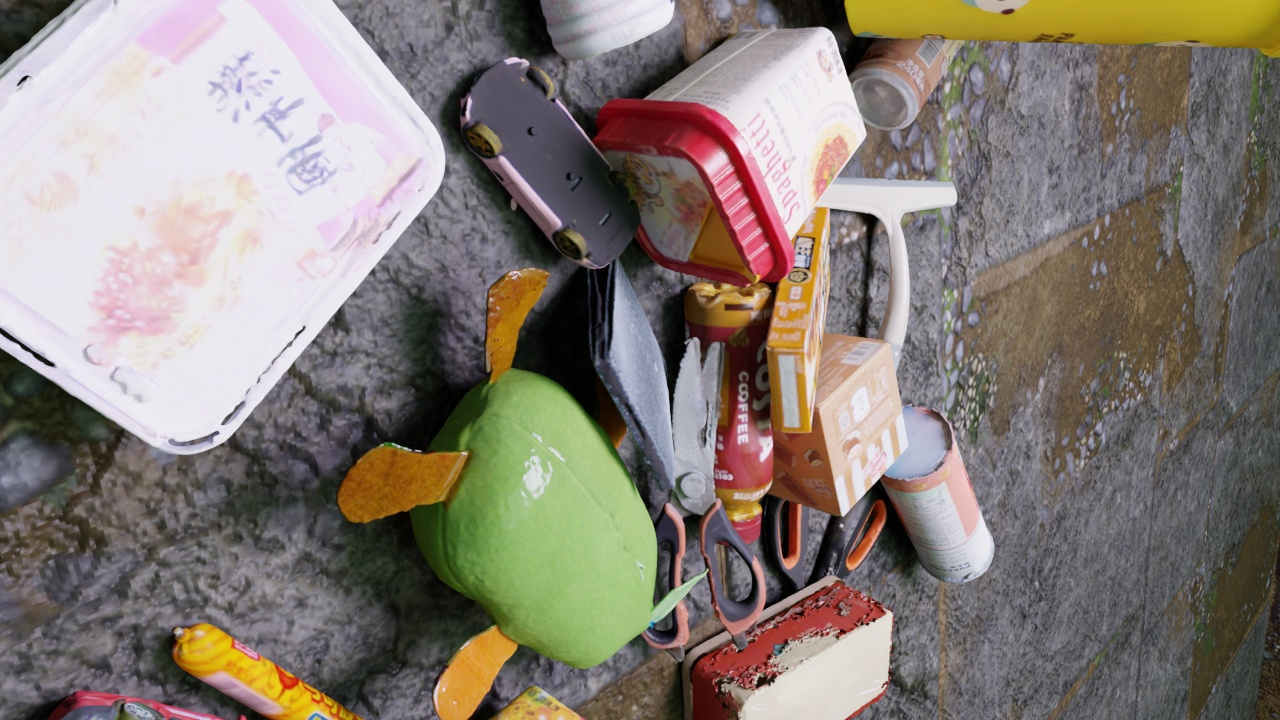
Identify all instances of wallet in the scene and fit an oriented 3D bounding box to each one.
[{"bbox_3d":[-0.003,0.003,0.521,0.120,0.019,0.097,-93,159,-55],"label":"wallet"}]

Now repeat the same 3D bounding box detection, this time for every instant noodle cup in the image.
[{"bbox_3d":[-0.176,-0.067,0.354,0.173,0.060,0.138,-57,132,-21],"label":"instant noodle cup"},{"bbox_3d":[0.056,-0.122,0.525,0.124,0.117,0.116,-47,128,-19],"label":"instant noodle cup"},{"bbox_3d":[-0.071,0.254,0.491,0.123,0.116,0.116,-37,144,-48],"label":"instant noodle cup"}]

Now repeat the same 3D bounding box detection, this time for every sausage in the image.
[{"bbox_3d":[-0.164,0.170,0.446,0.021,0.021,0.165,-54,132,-22],"label":"sausage"}]

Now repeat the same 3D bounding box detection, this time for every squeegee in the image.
[{"bbox_3d":[0.199,-0.025,0.752,0.245,0.039,0.247,-8,105,-43],"label":"squeegee"}]

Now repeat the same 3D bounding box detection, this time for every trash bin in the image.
[{"bbox_3d":[0.264,-0.301,0.564,0.229,0.256,0.229,5,89,-69],"label":"trash bin"}]

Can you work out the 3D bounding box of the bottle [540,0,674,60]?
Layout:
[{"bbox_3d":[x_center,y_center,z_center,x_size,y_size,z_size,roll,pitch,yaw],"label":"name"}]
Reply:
[{"bbox_3d":[-0.043,-0.251,0.442,0.068,0.068,0.197,-39,121,-33],"label":"bottle"}]

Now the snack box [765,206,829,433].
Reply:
[{"bbox_3d":[0.108,-0.031,0.613,0.153,0.026,0.075,-71,157,-45],"label":"snack box"}]

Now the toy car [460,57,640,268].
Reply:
[{"bbox_3d":[-0.048,-0.103,0.492,0.122,0.037,0.056,49,64,-26],"label":"toy car"}]

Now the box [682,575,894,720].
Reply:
[{"bbox_3d":[0.119,0.238,0.687,0.168,0.079,0.091,-17,114,-34],"label":"box"}]

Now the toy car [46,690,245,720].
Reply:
[{"bbox_3d":[-0.199,0.176,0.395,0.120,0.045,0.052,39,74,-37],"label":"toy car"}]

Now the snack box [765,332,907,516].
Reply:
[{"bbox_3d":[0.134,0.043,0.674,0.092,0.077,0.094,-37,122,-34],"label":"snack box"}]

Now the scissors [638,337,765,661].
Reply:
[{"bbox_3d":[0.047,0.094,0.591,0.194,0.015,0.206,40,103,-9],"label":"scissors"}]

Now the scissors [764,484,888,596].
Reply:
[{"bbox_3d":[0.133,0.185,0.750,0.220,0.022,0.224,-45,125,-22],"label":"scissors"}]

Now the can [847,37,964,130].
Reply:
[{"bbox_3d":[0.205,-0.233,0.697,0.116,0.059,0.058,-55,131,-22],"label":"can"}]

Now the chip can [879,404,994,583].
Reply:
[{"bbox_3d":[0.255,0.121,0.797,0.071,0.071,0.215,-59,140,-18],"label":"chip can"}]

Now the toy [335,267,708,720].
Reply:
[{"bbox_3d":[-0.054,0.082,0.489,0.226,0.090,0.247,-60,138,-35],"label":"toy"}]

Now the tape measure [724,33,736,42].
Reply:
[{"bbox_3d":[0.070,-0.183,0.594,0.057,0.029,0.060,-53,130,-22],"label":"tape measure"}]

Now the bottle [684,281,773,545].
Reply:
[{"bbox_3d":[0.060,0.036,0.613,0.057,0.057,0.175,-16,110,-42],"label":"bottle"}]
